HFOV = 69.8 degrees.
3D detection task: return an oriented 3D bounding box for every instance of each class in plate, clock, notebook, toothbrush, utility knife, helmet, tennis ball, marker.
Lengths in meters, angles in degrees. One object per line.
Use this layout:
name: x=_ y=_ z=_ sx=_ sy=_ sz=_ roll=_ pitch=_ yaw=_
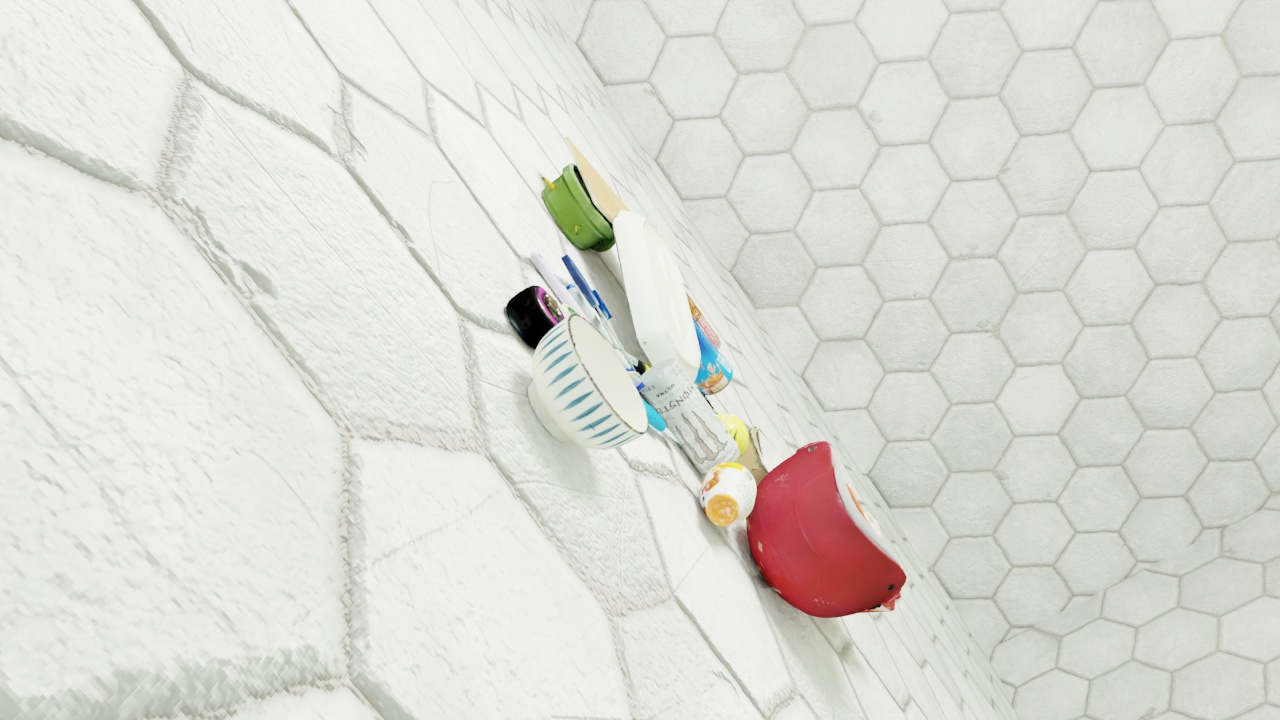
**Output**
plate: x=0.028 y=-0.085 z=1.222 sx=0.162 sy=0.034 sz=0.265 roll=35 pitch=38 yaw=-55
clock: x=-0.079 y=-0.207 z=1.270 sx=0.116 sy=0.056 sz=0.161 roll=59 pitch=12 yaw=7
notebook: x=-0.033 y=-0.213 z=1.310 sx=0.207 sy=0.008 sz=0.147 roll=42 pitch=19 yaw=-51
toothbrush: x=-0.061 y=-0.044 z=1.015 sx=0.189 sy=0.021 sz=0.029 roll=52 pitch=33 yaw=-12
utility knife: x=-0.004 y=0.049 z=1.000 sx=0.187 sy=0.018 sz=0.034 roll=42 pitch=12 yaw=-47
helmet: x=0.206 y=0.220 z=1.111 sx=0.207 sy=0.144 sz=0.240 roll=62 pitch=-1 yaw=20
tennis ball: x=0.108 y=0.102 z=1.196 sx=0.065 sy=0.065 sz=0.065 roll=53 pitch=13 yaw=-18
marker: x=-0.042 y=-0.025 z=1.050 sx=0.146 sy=0.017 sz=0.016 roll=55 pitch=13 yaw=-8
marker: x=-0.007 y=0.007 z=1.117 sx=0.124 sy=0.015 sz=0.018 roll=34 pitch=35 yaw=-54

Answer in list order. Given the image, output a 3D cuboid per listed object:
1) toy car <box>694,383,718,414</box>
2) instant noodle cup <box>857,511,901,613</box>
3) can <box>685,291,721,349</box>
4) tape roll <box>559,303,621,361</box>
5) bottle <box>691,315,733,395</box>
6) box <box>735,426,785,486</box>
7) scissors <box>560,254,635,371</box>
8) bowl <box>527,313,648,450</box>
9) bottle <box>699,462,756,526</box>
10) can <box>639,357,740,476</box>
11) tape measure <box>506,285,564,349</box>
toy car: x=0.082 y=0.064 z=1.265 sx=0.049 sy=0.031 sz=0.105 roll=57 pitch=4 yaw=16
instant noodle cup: x=0.289 y=0.279 z=1.264 sx=0.116 sy=0.116 sz=0.124 roll=39 pitch=47 yaw=-55
can: x=0.069 y=-0.070 z=1.492 sx=0.147 sy=0.058 sz=0.057 roll=52 pitch=13 yaw=-20
tape roll: x=-0.054 y=-0.025 z=0.963 sx=0.086 sy=0.014 sz=0.085 roll=45 pitch=5 yaw=-5
bottle: x=0.056 y=-0.040 z=1.354 sx=0.218 sy=0.065 sz=0.065 roll=49 pitch=15 yaw=-28
box: x=0.176 y=0.169 z=1.278 sx=0.184 sy=0.061 sz=0.089 roll=47 pitch=25 yaw=-33
scissors: x=-0.044 y=-0.052 z=1.031 sx=0.163 sy=0.012 sz=0.160 roll=57 pitch=4 yaw=8
bowl: x=-0.051 y=0.027 z=0.767 sx=0.116 sy=0.066 sz=0.116 roll=53 pitch=14 yaw=-19
bottle: x=0.097 y=0.153 z=1.026 sx=0.063 sy=0.063 sz=0.108 roll=57 pitch=12 yaw=0
can: x=0.058 y=0.069 z=1.102 sx=0.147 sy=0.058 sz=0.058 roll=54 pitch=13 yaw=-14
tape measure: x=-0.093 y=-0.040 z=0.838 sx=0.057 sy=0.039 sz=0.057 roll=53 pitch=13 yaw=-19
